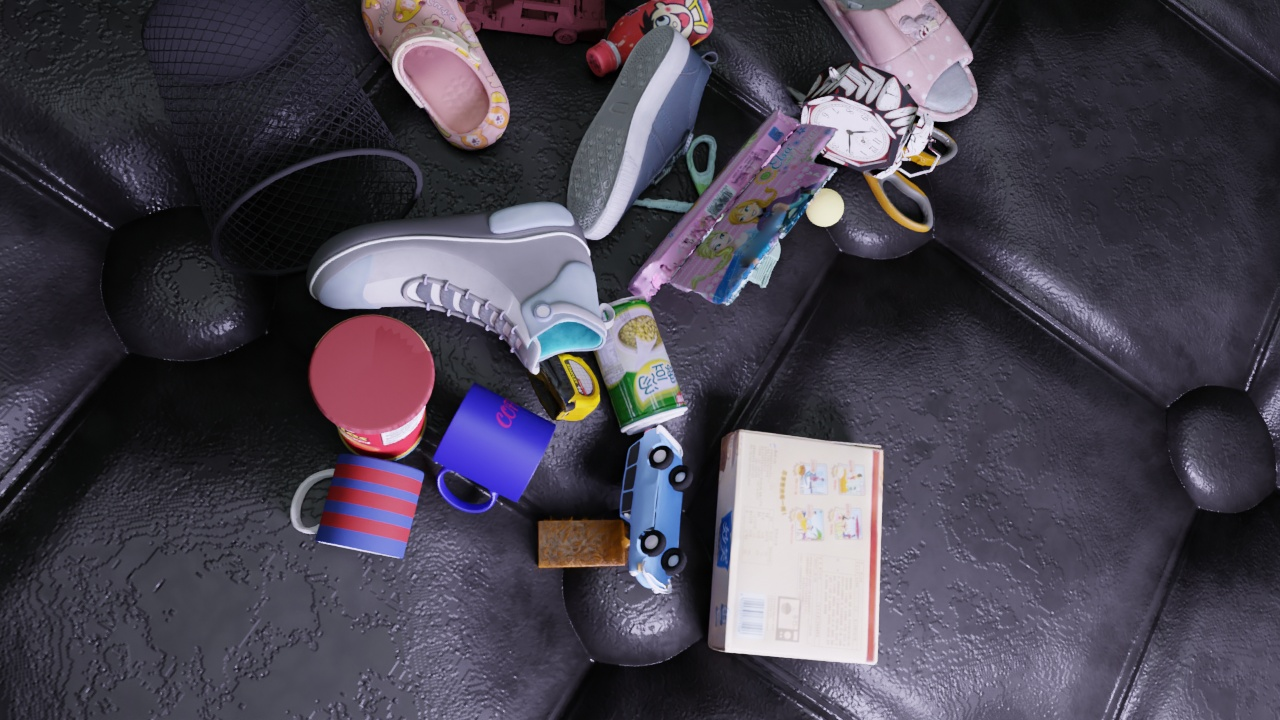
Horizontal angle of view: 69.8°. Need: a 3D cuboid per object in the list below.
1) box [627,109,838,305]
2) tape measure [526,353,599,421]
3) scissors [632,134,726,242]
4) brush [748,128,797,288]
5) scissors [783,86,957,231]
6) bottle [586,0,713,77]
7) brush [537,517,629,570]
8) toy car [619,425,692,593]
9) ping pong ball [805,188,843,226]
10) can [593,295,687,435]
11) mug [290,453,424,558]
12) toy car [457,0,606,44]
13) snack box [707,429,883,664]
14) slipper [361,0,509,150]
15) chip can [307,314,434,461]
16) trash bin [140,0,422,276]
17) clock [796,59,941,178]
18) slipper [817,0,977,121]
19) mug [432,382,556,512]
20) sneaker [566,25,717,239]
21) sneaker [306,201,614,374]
[{"bbox_3d":[0.089,-0.151,0.885,0.062,0.161,0.230,46,73,-24],"label":"box"},{"bbox_3d":[-0.071,0.027,0.866,0.064,0.037,0.065,-6,58,-53],"label":"tape measure"},{"bbox_3d":[0.071,-0.158,0.968,0.171,0.021,0.172,8,80,-15],"label":"scissors"},{"bbox_3d":[0.152,-0.172,0.979,0.033,0.012,0.217,26,66,-9],"label":"brush"},{"bbox_3d":[0.252,-0.226,1.021,0.225,0.016,0.175,10,76,-13],"label":"scissors"},{"bbox_3d":[0.007,-0.341,0.966,0.137,0.062,0.062,-34,87,-18],"label":"bottle"},{"bbox_3d":[-0.033,0.171,0.864,0.126,0.017,0.048,1,77,-13],"label":"brush"},{"bbox_3d":[0.011,0.137,0.844,0.055,0.056,0.153,-11,54,25],"label":"toy car"},{"bbox_3d":[0.197,-0.164,0.983,0.040,0.040,0.040,3,77,-13],"label":"ping pong ball"},{"bbox_3d":[-0.005,0.005,0.882,0.067,0.067,0.121,-17,82,-17],"label":"can"},{"bbox_3d":[-0.251,0.124,0.800,0.112,0.075,0.076,7,74,16],"label":"mug"},{"bbox_3d":[-0.117,-0.373,0.943,0.169,0.062,0.070,2,77,-13],"label":"toy car"},{"bbox_3d":[0.151,0.178,0.886,0.153,0.055,0.207,8,75,-12],"label":"snack box"},{"bbox_3d":[-0.202,-0.295,0.884,0.093,0.081,0.197,-35,91,13],"label":"slipper"},{"bbox_3d":[-0.214,0.031,0.748,0.087,0.214,0.087,3,77,-13],"label":"chip can"},{"bbox_3d":[-0.321,-0.212,0.804,0.183,0.184,0.210,-26,79,-18],"label":"trash bin"},{"bbox_3d":[0.246,-0.247,0.956,0.154,0.115,0.065,33,73,-7],"label":"clock"},{"bbox_3d":[0.287,-0.389,1.048,0.114,0.054,0.274,-42,89,-18],"label":"slipper"},{"bbox_3d":[-0.139,0.088,0.832,0.083,0.079,0.111,28,101,-6],"label":"mug"},{"bbox_3d":[0.005,-0.222,0.930,0.087,0.089,0.235,27,88,-40],"label":"sneaker"},{"bbox_3d":[-0.158,-0.050,0.823,0.256,0.093,0.160,-12,60,-16],"label":"sneaker"}]
